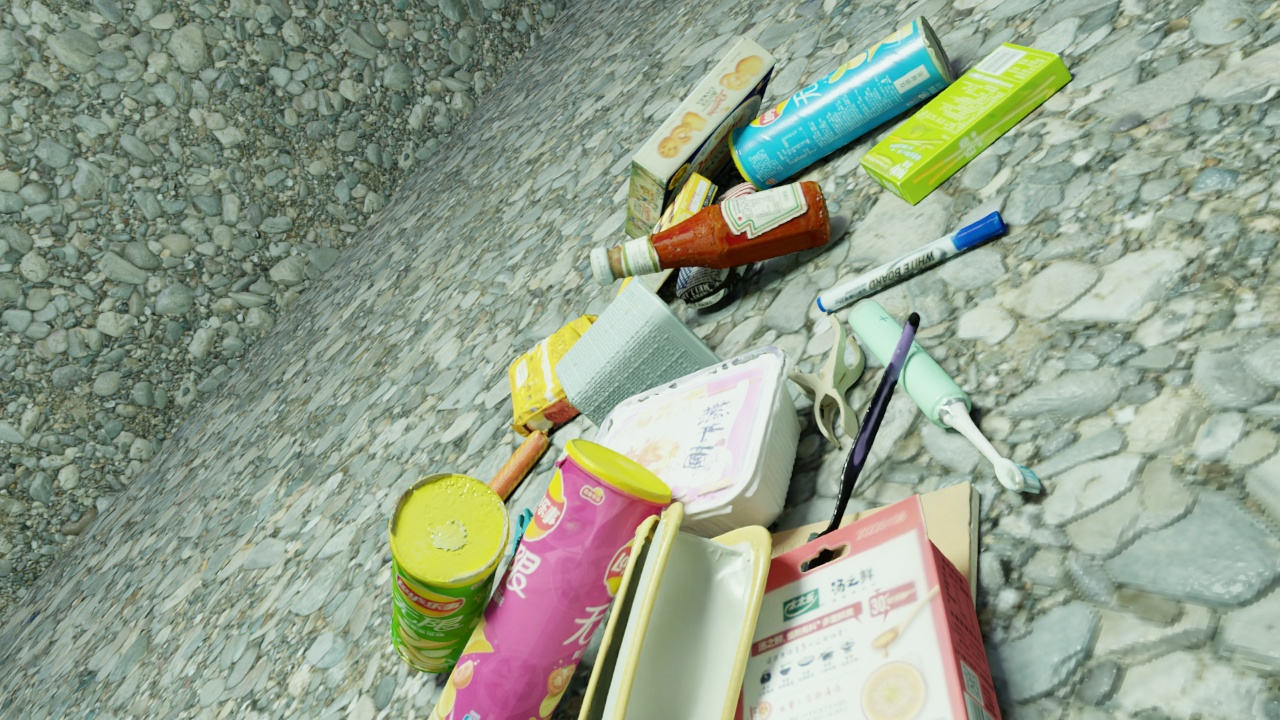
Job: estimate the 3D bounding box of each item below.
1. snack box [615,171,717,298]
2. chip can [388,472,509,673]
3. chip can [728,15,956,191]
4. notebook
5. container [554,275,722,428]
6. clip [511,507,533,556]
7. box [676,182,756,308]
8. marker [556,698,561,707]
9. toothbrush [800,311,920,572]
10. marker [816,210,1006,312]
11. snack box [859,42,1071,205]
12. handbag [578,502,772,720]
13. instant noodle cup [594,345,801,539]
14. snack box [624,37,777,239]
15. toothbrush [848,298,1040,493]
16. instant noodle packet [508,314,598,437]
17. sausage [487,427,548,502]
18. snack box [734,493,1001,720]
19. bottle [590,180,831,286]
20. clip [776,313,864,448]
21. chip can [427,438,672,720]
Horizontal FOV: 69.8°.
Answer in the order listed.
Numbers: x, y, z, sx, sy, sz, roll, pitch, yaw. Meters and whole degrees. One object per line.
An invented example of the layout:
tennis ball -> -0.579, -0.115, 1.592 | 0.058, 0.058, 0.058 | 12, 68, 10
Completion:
snack box -> 0.023, -0.112, 0.914 | 0.141, 0.033, 0.086 | -54, 10, 50
chip can -> -0.136, 0.155, 0.630 | 0.222, 0.072, 0.072 | 112, -175, -55
chip can -> 0.190, -0.243, 0.886 | 0.211, 0.071, 0.071 | -26, 30, 31
notebook -> 0.097, 0.163, 0.467 | 0.150, 0.012, 0.210 | -23, 32, 37
container -> -0.005, 0.005, 0.771 | 0.111, 0.090, 0.090 | -45, 25, 4
clip -> -0.096, 0.144, 0.772 | 0.049, 0.015, 0.056 | -40, 27, 12
box -> 0.081, -0.108, 0.881 | 0.072, 0.060, 0.163 | -47, 14, 49
marker -> -0.061, 0.184, 0.656 | 0.017, 0.017, 0.145 | -34, 27, 19
toothbrush -> 0.132, 0.048, 0.546 | 0.188, 0.014, 0.017 | -62, 15, -21
marker -> 0.195, -0.070, 0.675 | 0.146, 0.017, 0.016 | -26, 30, 32
snack box -> 0.264, -0.198, 0.761 | 0.156, 0.026, 0.085 | -39, 26, 8
handbag -> 0.001, 0.167, 0.497 | 0.179, 0.063, 0.163 | 125, 164, -70
instant noodle cup -> 0.036, 0.074, 0.633 | 0.174, 0.060, 0.137 | -21, 34, 39
snack box -> 0.058, -0.222, 0.973 | 0.177, 0.046, 0.183 | -49, -7, -13
toothbrush -> 0.176, 0.015, 0.560 | 0.224, 0.027, 0.026 | -108, 32, -63
instant noodle packet -> -0.081, 0.014, 0.917 | 0.111, 0.044, 0.128 | -31, 31, 11
sausage -> -0.137, 0.126, 0.849 | 0.165, 0.021, 0.021 | -51, 26, -16
snack box -> 0.100, 0.142, 0.428 | 0.113, 0.044, 0.126 | -31, 29, 28
bottle -> 0.059, -0.104, 0.795 | 0.206, 0.060, 0.059 | -14, 31, 7
clip -> 0.135, 0.007, 0.625 | 0.094, 0.035, 0.102 | -44, 30, 2
chip can -> -0.059, 0.156, 0.560 | 0.210, 0.071, 0.071 | -63, 25, 5
